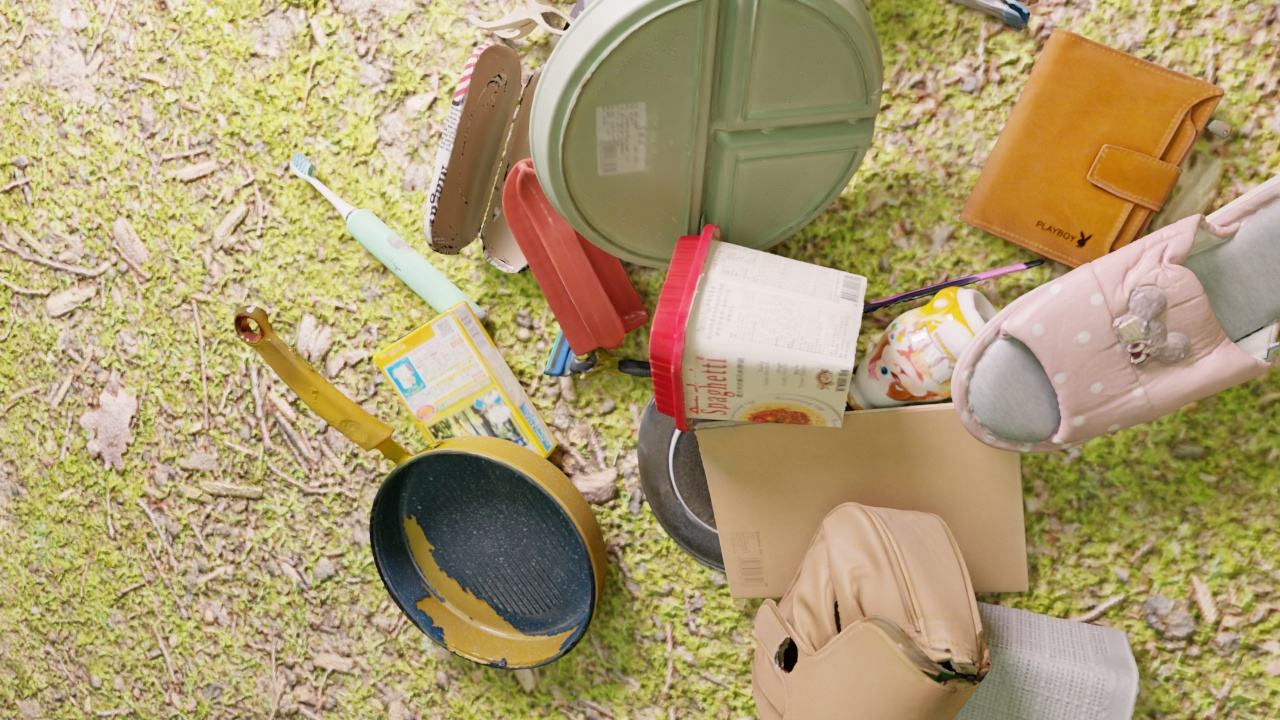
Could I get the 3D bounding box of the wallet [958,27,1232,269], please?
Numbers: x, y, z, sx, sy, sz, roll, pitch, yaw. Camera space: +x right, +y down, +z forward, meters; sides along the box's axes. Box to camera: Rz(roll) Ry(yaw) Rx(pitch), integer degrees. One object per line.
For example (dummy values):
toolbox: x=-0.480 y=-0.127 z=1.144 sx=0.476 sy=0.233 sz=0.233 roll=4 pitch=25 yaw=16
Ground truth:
wallet: x=0.288 y=-0.126 z=0.581 sx=0.119 sy=0.035 sz=0.131 roll=28 pitch=108 yaw=17

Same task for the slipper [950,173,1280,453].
slipper: x=0.316 y=-0.026 z=0.538 sx=0.274 sy=0.054 sz=0.114 roll=-28 pitch=107 yaw=7

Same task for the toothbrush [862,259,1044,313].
toothbrush: x=0.179 y=-0.040 z=0.633 sx=0.190 sy=0.014 sz=0.018 roll=-14 pitch=102 yaw=24

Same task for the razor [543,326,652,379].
razor: x=-0.004 y=0.004 z=0.698 sx=0.143 sy=0.022 sz=0.042 roll=9 pitch=72 yaw=25

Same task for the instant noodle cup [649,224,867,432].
instant noodle cup: x=0.078 y=-0.014 z=0.602 sx=0.124 sy=0.116 sz=0.116 roll=9 pitch=57 yaw=13

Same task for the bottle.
bottle: x=0.187 y=-0.001 z=0.614 sx=0.109 sy=0.063 sz=0.063 roll=-36 pitch=84 yaw=34

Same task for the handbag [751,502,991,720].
handbag: x=0.135 y=0.196 z=0.594 sx=0.099 sy=0.147 sz=0.205 roll=7 pitch=120 yaw=-18

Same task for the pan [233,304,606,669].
pan: x=-0.173 y=0.095 z=0.705 sx=0.198 sy=0.078 sz=0.357 roll=-33 pitch=97 yaw=27

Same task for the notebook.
notebook: x=0.153 y=0.103 z=0.639 sx=0.212 sy=0.012 sz=0.149 roll=-6 pitch=112 yaw=17

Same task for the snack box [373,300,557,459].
snack box: x=-0.139 y=0.033 z=0.733 sx=0.087 sy=0.033 sz=0.140 roll=-28 pitch=97 yaw=24

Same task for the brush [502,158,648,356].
brush: x=-0.051 y=-0.077 z=0.660 sx=0.063 sy=0.069 sz=0.146 roll=-27 pitch=106 yaw=1

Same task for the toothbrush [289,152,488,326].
toothbrush: x=-0.213 y=-0.098 z=0.762 sx=0.224 sy=0.026 sz=0.027 roll=40 pitch=128 yaw=11

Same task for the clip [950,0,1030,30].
clip: x=0.224 y=-0.232 z=0.592 sx=0.057 sy=0.024 sz=0.028 roll=40 pitch=104 yaw=15

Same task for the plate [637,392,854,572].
plate: x=0.078 y=0.077 z=0.682 sx=0.180 sy=0.024 sz=0.179 roll=2 pitch=97 yaw=19

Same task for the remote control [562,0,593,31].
remote control: x=-0.008 y=-0.274 z=0.667 sx=0.053 sy=0.024 sz=0.137 roll=44 pitch=111 yaw=14

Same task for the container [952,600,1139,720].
container: x=0.253 y=0.217 z=0.606 sx=0.114 sy=0.090 sz=0.090 roll=11 pitch=100 yaw=21

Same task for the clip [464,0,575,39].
clip: x=-0.090 y=-0.257 z=0.687 sx=0.098 sy=0.035 sz=0.099 roll=-34 pitch=76 yaw=25

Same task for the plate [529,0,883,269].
plate: x=0.046 y=-0.142 z=0.577 sx=0.231 sy=0.230 sz=0.027 roll=-34 pitch=46 yaw=20

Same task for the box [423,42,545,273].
box: x=-0.106 y=-0.148 z=0.687 sx=0.075 sy=0.085 sz=0.162 roll=34 pitch=112 yaw=40
